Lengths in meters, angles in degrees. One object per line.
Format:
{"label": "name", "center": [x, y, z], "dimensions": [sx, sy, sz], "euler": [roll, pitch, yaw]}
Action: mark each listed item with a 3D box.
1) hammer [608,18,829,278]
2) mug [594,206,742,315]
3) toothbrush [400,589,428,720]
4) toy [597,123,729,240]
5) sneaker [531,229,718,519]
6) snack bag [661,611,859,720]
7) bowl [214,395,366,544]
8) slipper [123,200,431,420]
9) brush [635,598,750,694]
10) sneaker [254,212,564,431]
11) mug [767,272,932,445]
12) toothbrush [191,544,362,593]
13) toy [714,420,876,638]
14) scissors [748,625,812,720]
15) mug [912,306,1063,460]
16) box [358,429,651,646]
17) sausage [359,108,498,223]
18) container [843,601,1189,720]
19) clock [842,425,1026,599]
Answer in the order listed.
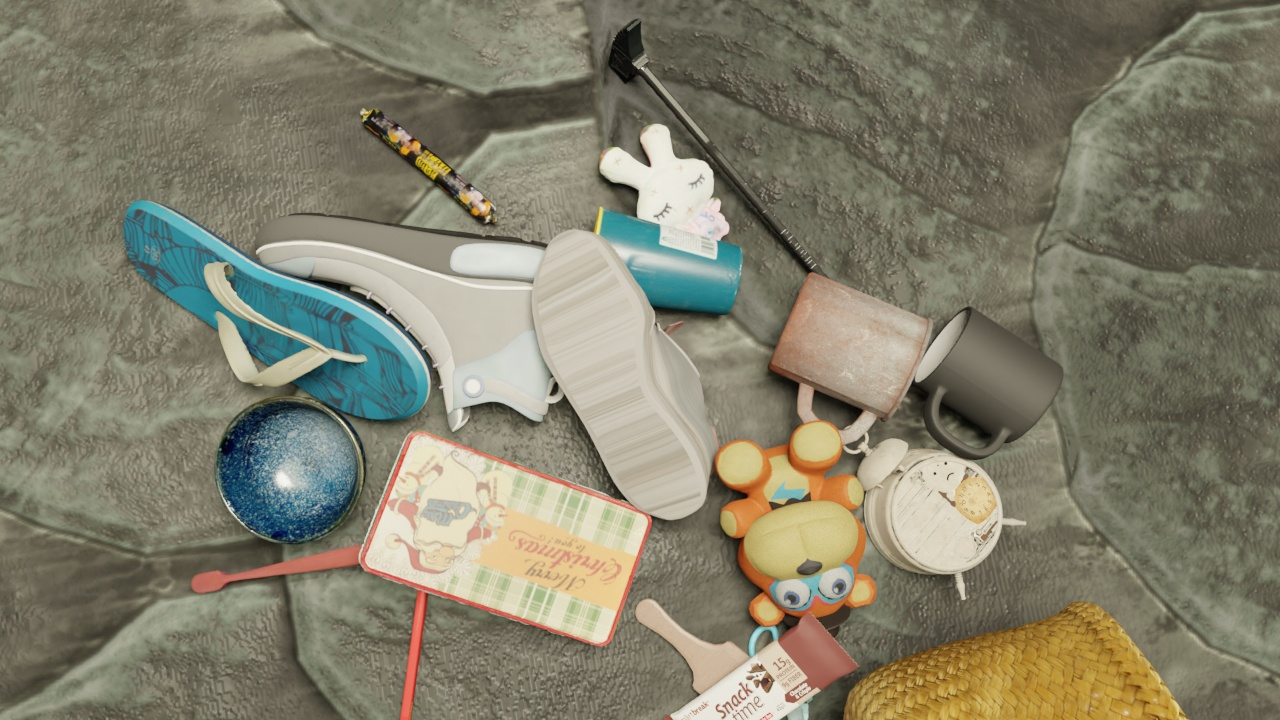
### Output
{"label": "hammer", "center": [0.088, -0.148, 0.770], "dimensions": [0.015, 0.095, 0.325], "euler": [-41, 92, -7]}
{"label": "mug", "center": [0.018, -0.077, 0.755], "dimensions": [0.121, 0.078, 0.078], "euler": [10, 82, -5]}
{"label": "toothbrush", "center": [-0.173, 0.207, 0.739], "dimensions": [0.018, 0.012, 0.212], "euler": [6, 82, -1]}
{"label": "toy", "center": [0.026, -0.146, 0.781], "dimensions": [0.079, 0.038, 0.122], "euler": [-44, 89, -14]}
{"label": "sneaker", "center": [-0.004, 0.004, 0.724], "dimensions": [0.099, 0.089, 0.236], "euler": [-18, 101, 21]}
{"label": "snack bag", "center": [0.090, 0.260, 0.712], "dimensions": [0.158, 0.013, 0.057], "euler": [-42, 87, 18]}
{"label": "bowl", "center": [-0.268, 0.081, 0.725], "dimensions": [0.114, 0.060, 0.114], "euler": [0, 95, -1]}
{"label": "slipper", "center": [-0.299, -0.027, 0.716], "dimensions": [0.295, 0.118, 0.060], "euler": [29, 44, 8]}
{"label": "brush", "center": [0.052, 0.240, 0.742], "dimensions": [0.136, 0.015, 0.050], "euler": [38, 96, 9]}
{"label": "sneaker", "center": [-0.185, -0.029, 0.739], "dimensions": [0.256, 0.093, 0.160], "euler": [5, 91, 0]}
{"label": "mug", "center": [0.160, 0.003, 0.736], "dimensions": [0.110, 0.096, 0.123], "euler": [23, 82, 13]}
{"label": "toothbrush", "center": [-0.263, 0.162, 0.735], "dimensions": [0.190, 0.016, 0.016], "euler": [-10, 83, 0]}
{"label": "toy", "center": [0.124, 0.135, 0.720], "dimensions": [0.112, 0.096, 0.176], "euler": [-16, 109, 4]}
{"label": "scissors", "center": [0.118, 0.277, 0.740], "dimensions": [0.076, 0.015, 0.141], "euler": [5, 77, -3]}
{"label": "mug", "center": [0.273, 0.026, 0.742], "dimensions": [0.088, 0.078, 0.113], "euler": [34, 68, 2]}
{"label": "box", "center": [-0.103, 0.138, 0.716], "dimensions": [0.205, 0.051, 0.117], "euler": [23, 83, -10]}
{"label": "sausage", "center": [-0.180, -0.168, 0.785], "dimensions": [0.155, 0.020, 0.020], "euler": [40, 83, 3]}
{"label": "container", "center": [0.255, 0.337, 0.598], "dimensions": [0.196, 0.307, 0.307], "euler": [-15, 83, 4]}
{"label": "clock", "center": [0.225, 0.109, 0.742], "dimensions": [0.157, 0.061, 0.103], "euler": [42, 83, 2]}
